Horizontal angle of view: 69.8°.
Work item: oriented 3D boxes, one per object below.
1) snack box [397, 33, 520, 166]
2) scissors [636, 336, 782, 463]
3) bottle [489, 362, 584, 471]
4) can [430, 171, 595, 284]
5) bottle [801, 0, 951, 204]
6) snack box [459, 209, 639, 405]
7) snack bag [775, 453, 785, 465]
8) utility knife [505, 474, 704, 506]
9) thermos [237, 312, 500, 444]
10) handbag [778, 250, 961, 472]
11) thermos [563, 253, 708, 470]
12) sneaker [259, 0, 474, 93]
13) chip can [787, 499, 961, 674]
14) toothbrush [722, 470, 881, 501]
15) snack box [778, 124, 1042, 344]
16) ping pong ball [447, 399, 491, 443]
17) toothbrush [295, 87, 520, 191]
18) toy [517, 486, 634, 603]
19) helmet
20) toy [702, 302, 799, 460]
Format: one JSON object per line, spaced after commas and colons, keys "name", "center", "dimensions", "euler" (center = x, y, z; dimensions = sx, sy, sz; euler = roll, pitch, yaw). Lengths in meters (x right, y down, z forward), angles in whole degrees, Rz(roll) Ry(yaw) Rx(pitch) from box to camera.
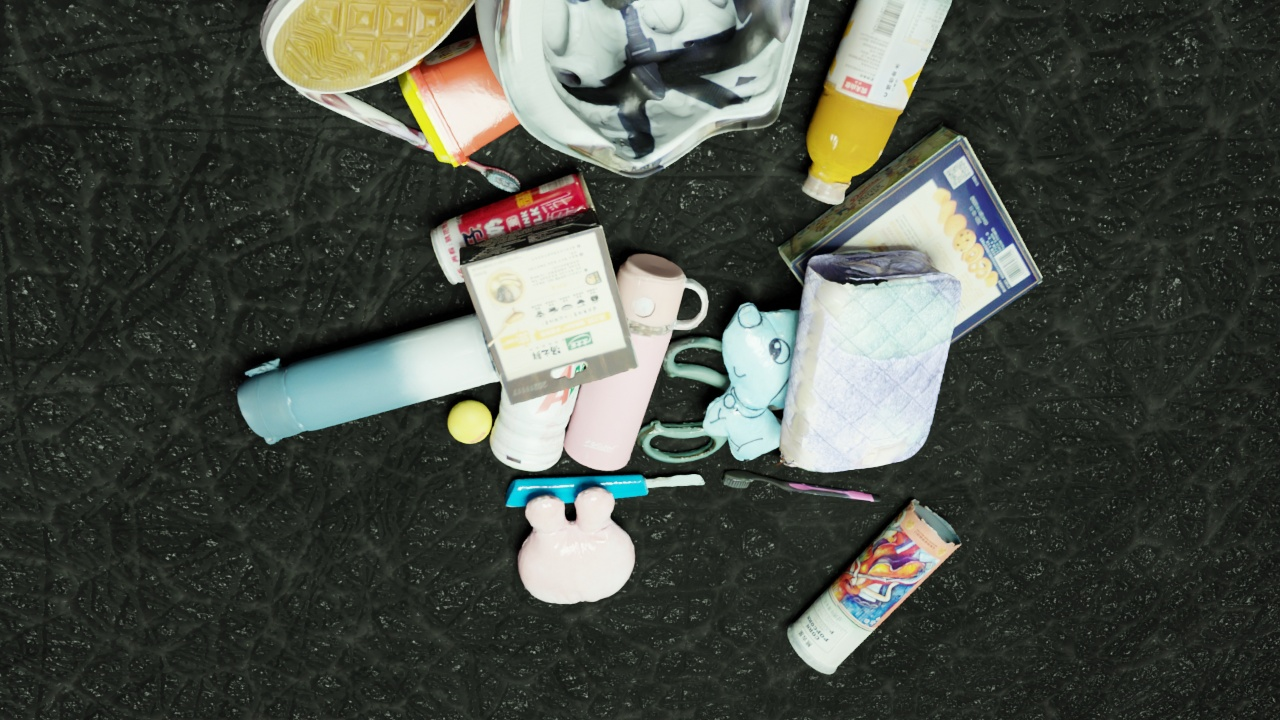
{"name": "snack box", "center": [-0.129, -0.196, 0.680], "dimensions": [0.080, 0.091, 0.082], "euler": [-27, 121, -4]}
{"name": "scissors", "center": [0.076, 0.032, 0.893], "dimensions": [0.175, 0.019, 0.176], "euler": [-12, 121, -2]}
{"name": "bottle", "center": [-0.083, 0.001, 0.817], "dimensions": [0.068, 0.068, 0.197], "euler": [9, 114, -16]}
{"name": "can", "center": [-0.102, -0.108, 0.755], "dimensions": [0.133, 0.053, 0.053], "euler": [-20, 122, 1]}
{"name": "bottle", "center": [0.182, -0.219, 0.737], "dimensions": [0.068, 0.068, 0.190], "euler": [11, 117, -17]}
{"name": "snack box", "center": [-0.072, -0.042, 0.735], "dimensions": [0.113, 0.053, 0.126], "euler": [-16, 121, -2]}
{"name": "snack bag", "center": [0.172, 0.068, 0.923], "dimensions": [0.104, 0.026, 0.048], "euler": [-58, 158, 20]}
{"name": "utility knife", "center": [-0.033, 0.128, 0.928], "dimensions": [0.204, 0.018, 0.034], "euler": [-2, 132, -10]}
{"name": "thermos", "center": [-0.233, 0.013, 0.795], "dimensions": [0.220, 0.070, 0.070], "euler": [-15, 122, -2]}
{"name": "handbag", "center": [0.196, 0.001, 0.809], "dimensions": [0.134, 0.075, 0.194], "euler": [-6, 120, -19]}
{"name": "thermos", "center": [-0.005, 0.005, 0.831], "dimensions": [0.087, 0.067, 0.199], "euler": [17, 116, -5]}
{"name": "sneaker", "center": [-0.162, -0.278, 0.626], "dimensions": [0.241, 0.088, 0.118], "euler": [-43, 144, -8]}
{"name": "chip can", "center": [0.260, 0.255, 1.030], "dimensions": [0.071, 0.071, 0.215], "euler": [30, 110, -25]}
{"name": "toothbrush", "center": [0.174, 0.138, 0.978], "dimensions": [0.189, 0.014, 0.018], "euler": [11, 127, -17]}
{"name": "snack box", "center": [0.248, -0.088, 0.840], "dimensions": [0.183, 0.045, 0.178], "euler": [-36, 120, 11]}
{"name": "ping pong ball", "center": [-0.158, 0.056, 0.848], "dimensions": [0.040, 0.040, 0.040], "euler": [-5, 121, -8]}
{"name": "toothbrush", "center": [-0.179, -0.175, 0.722], "dimensions": [0.187, 0.017, 0.016], "euler": [23, 113, -23]}
{"name": "toy", "center": [-0.065, 0.188, 0.934], "dimensions": [0.121, 0.054, 0.160], "euler": [-6, 128, -8]}
{"name": "helmet", "center": [-0.007, -0.258, 0.616], "dimensions": [0.258, 0.146, 0.229], "euler": [-21, 139, -24]}
{"name": "toy", "center": [0.120, 0.018, 0.859], "dimensions": [0.156, 0.049, 0.161], "euler": [-42, 120, 11]}
